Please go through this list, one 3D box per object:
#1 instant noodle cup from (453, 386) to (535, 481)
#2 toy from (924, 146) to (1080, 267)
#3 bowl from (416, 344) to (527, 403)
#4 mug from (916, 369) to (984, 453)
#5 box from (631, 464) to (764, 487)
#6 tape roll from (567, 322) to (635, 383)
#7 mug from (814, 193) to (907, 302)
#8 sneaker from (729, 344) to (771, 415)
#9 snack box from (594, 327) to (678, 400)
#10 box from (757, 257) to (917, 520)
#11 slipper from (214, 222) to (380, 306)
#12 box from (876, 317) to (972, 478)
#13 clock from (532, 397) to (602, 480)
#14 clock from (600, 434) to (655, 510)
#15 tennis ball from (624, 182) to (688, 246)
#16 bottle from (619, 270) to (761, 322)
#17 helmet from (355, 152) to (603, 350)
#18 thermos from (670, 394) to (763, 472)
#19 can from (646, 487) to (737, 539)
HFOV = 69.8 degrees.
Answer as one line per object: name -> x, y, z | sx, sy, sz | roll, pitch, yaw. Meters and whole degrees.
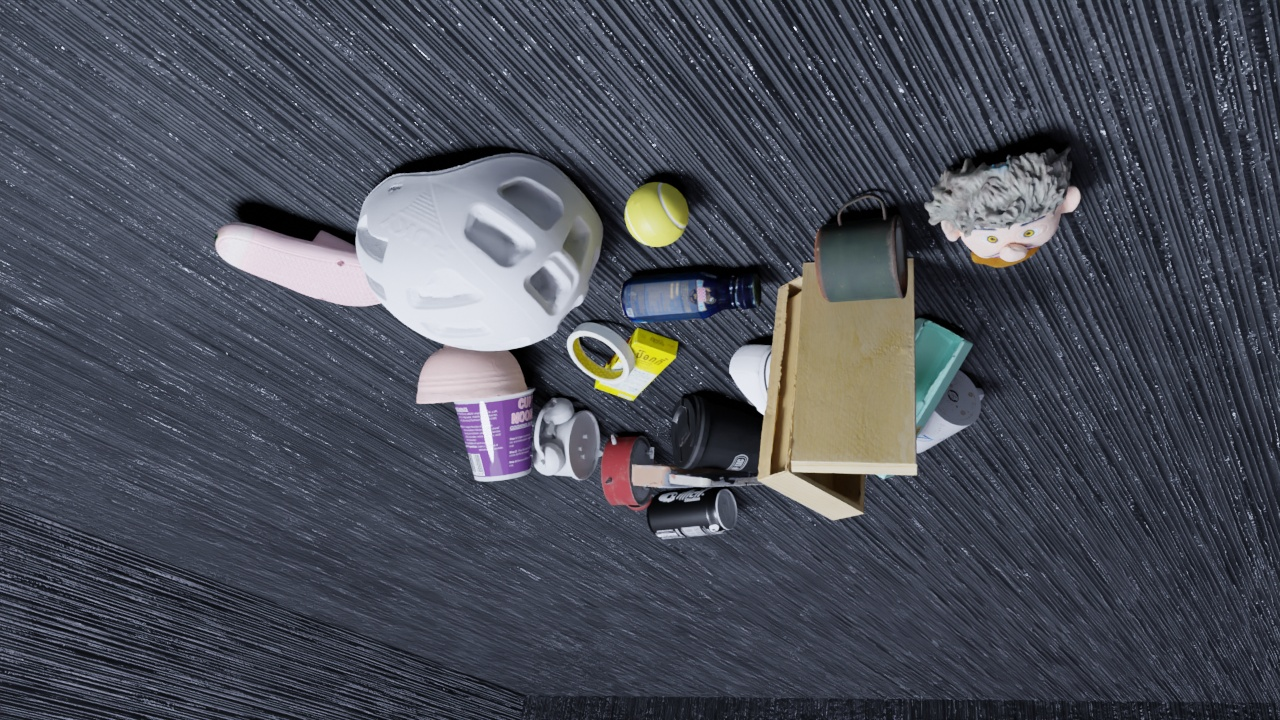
instant noodle cup -> -0.209, 0.107, 1.334 | 0.121, 0.122, 0.137 | -8, -177, -20
toy -> 0.345, -0.132, 0.869 | 0.133, 0.076, 0.176 | -6, 154, 25
bowl -> -0.232, 0.013, 1.248 | 0.153, 0.076, 0.153 | -6, -177, 0
mug -> 0.387, 0.061, 1.188 | 0.119, 0.083, 0.097 | -9, 158, -26
box -> 0.107, 0.175, 1.388 | 0.151, 0.043, 0.216 | -8, 170, 41
tape roll -> -0.052, -0.009, 1.207 | 0.094, 0.019, 0.094 | 22, 144, 17
mug -> 0.223, -0.115, 0.933 | 0.081, 0.084, 0.111 | -3, 116, 24
sneaker -> 0.193, 0.053, 1.223 | 0.097, 0.091, 0.245 | 9, 161, 41
snack box -> -0.007, 0.007, 1.247 | 0.061, 0.025, 0.149 | 20, 148, -16
box -> 0.212, 0.021, 0.991 | 0.141, 0.247, 0.185 | 16, 149, -13
slipper -> -0.396, -0.121, 1.111 | 0.221, 0.055, 0.107 | 15, 149, -28
box -> 0.327, 0.053, 1.072 | 0.077, 0.189, 0.080 | 24, -170, -24
clock -> -0.113, 0.122, 1.387 | 0.061, 0.119, 0.159 | 1, 160, 24
clock -> -0.006, 0.182, 1.465 | 0.062, 0.109, 0.157 | -3, 154, 20
tennis ball -> 0.017, -0.149, 0.937 | 0.065, 0.065, 0.065 | 7, 150, 4
bottle -> 0.058, -0.075, 1.059 | 0.161, 0.056, 0.056 | -3, 148, 20
helmet -> -0.189, -0.111, 1.009 | 0.283, 0.183, 0.224 | 10, 149, 30
thermos -> 0.155, 0.120, 1.328 | 0.218, 0.105, 0.106 | 12, 150, -14
can -> 0.089, 0.267, 1.607 | 0.146, 0.080, 0.080 | -13, 143, 33
